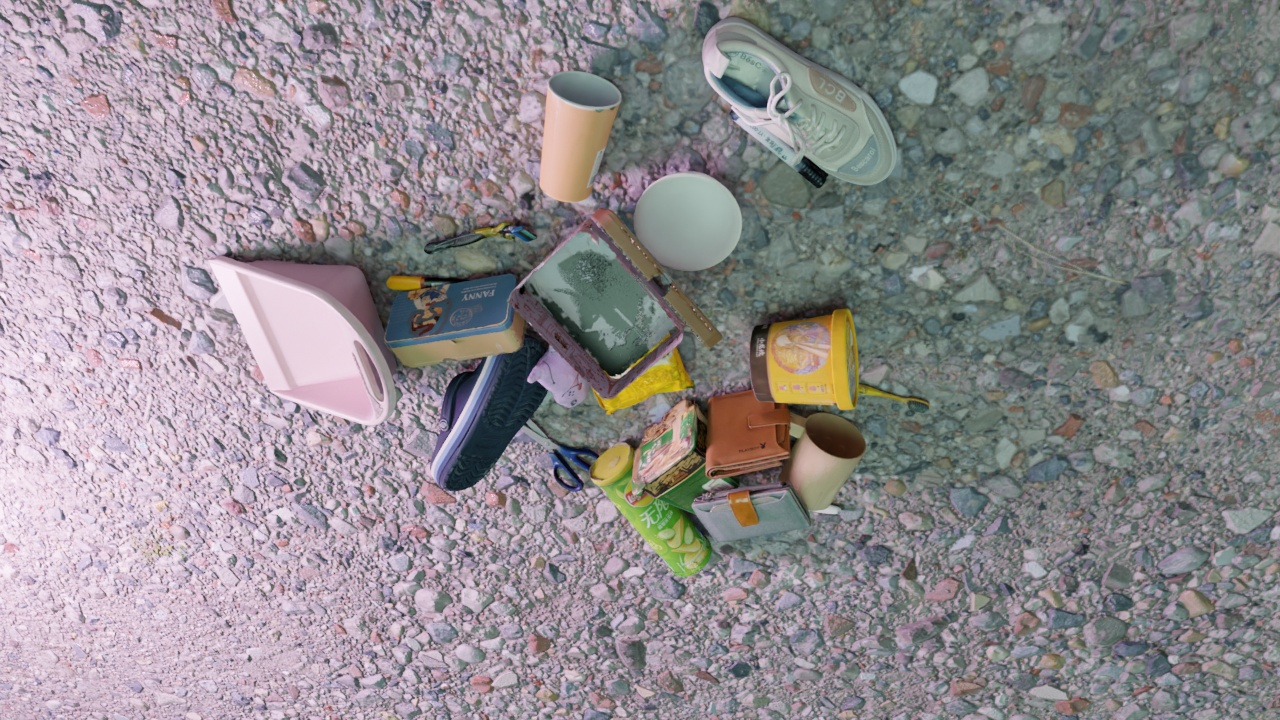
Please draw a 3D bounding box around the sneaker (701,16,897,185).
[{"bbox_3d":[0.165,-0.252,0.927,0.242,0.090,0.090,32,125,-14],"label":"sneaker"}]

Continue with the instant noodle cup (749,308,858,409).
[{"bbox_3d":[0.195,0.001,1.091,0.115,0.118,0.118,-4,125,21],"label":"instant noodle cup"}]

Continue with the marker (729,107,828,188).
[{"bbox_3d":[0.150,-0.232,0.989,0.130,0.018,0.023,36,114,-17],"label":"marker"}]

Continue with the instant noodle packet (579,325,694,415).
[{"bbox_3d":[-0.007,0.007,1.166,0.129,0.044,0.111,-18,119,17],"label":"instant noodle packet"}]

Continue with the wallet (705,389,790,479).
[{"bbox_3d":[0.133,0.086,1.133,0.108,0.131,0.031,-13,127,17],"label":"wallet"}]

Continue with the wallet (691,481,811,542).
[{"bbox_3d":[0.142,0.197,1.174,0.130,0.036,0.106,-14,140,20],"label":"wallet"}]

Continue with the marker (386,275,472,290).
[{"bbox_3d":[-0.256,-0.096,1.151,0.124,0.015,0.018,3,129,4],"label":"marker"}]

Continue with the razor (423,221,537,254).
[{"bbox_3d":[-0.197,-0.147,1.101,0.143,0.022,0.042,-8,167,18],"label":"razor"}]

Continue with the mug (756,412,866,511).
[{"bbox_3d":[0.215,0.126,1.195,0.124,0.084,0.104,21,127,3],"label":"mug"}]

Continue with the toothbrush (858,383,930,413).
[{"bbox_3d":[0.274,0.038,1.159,0.191,0.018,0.016,14,124,-1],"label":"toothbrush"}]

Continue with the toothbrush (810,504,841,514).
[{"bbox_3d":[0.192,0.201,1.289,0.180,0.016,0.016,7,128,4],"label":"toothbrush"}]

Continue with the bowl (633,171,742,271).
[{"bbox_3d":[0.055,-0.166,1.021,0.118,0.064,0.118,5,125,6],"label":"bowl"}]

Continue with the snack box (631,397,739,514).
[{"bbox_3d":[0.068,0.134,1.203,0.105,0.117,0.118,36,122,-21],"label":"snack box"}]

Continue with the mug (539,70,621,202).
[{"bbox_3d":[-0.070,-0.237,0.988,0.078,0.078,0.123,15,131,-2],"label":"mug"}]

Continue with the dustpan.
[{"bbox_3d":[-0.424,-0.016,1.158,0.274,0.138,0.223,-6,125,12],"label":"dustpan"}]

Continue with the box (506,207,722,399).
[{"bbox_3d":[-0.040,-0.052,1.022,0.156,0.226,0.180,-42,103,2],"label":"box"}]

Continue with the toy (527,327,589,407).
[{"bbox_3d":[-0.098,0.017,1.171,0.039,0.083,0.108,17,158,37],"label":"toy"}]

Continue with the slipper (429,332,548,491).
[{"bbox_3d":[-0.206,0.059,1.210,0.095,0.105,0.253,43,114,29],"label":"slipper"}]

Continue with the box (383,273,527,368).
[{"bbox_3d":[-0.219,-0.048,1.127,0.184,0.089,0.059,-11,142,15],"label":"box"}]

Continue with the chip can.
[{"bbox_3d":[0.019,0.215,1.292,0.073,0.072,0.221,-26,118,24],"label":"chip can"}]

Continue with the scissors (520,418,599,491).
[{"bbox_3d":[-0.115,0.118,1.281,0.141,0.012,0.171,-6,124,14],"label":"scissors"}]
